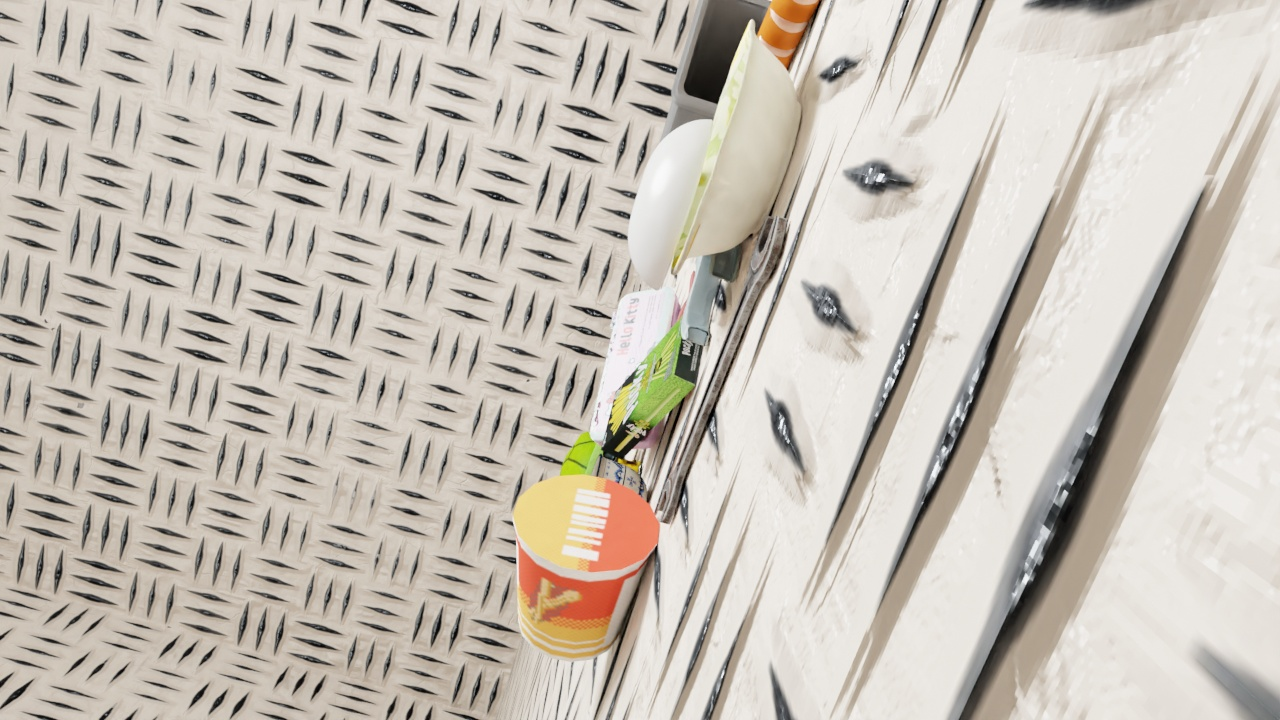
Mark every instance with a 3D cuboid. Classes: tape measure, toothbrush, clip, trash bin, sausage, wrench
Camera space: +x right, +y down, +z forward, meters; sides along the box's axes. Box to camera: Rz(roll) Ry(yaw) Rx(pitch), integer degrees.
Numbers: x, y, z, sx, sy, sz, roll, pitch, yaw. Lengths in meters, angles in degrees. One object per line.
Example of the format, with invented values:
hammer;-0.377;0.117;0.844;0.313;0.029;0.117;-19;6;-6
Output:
tape measure;-0.027;0.154;1.069;0.067;0.038;0.062;115;171;-56
toothbrush;0.055;-0.064;1.073;0.184;0.015;0.015;-74;3;-58
clip;0.060;-0.066;0.881;0.171;0.029;0.143;-78;9;-62
trash bin;0.082;-0.308;1.134;0.220;0.097;0.191;113;173;-65
sausage;0.134;-0.310;0.817;0.165;0.039;0.044;116;170;-66
wrench;0.058;0.014;0.698;0.070;0.010;0.274;-81;9;-64

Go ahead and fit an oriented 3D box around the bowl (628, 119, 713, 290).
bowl;0.018;-0.136;0.778;0.149;0.043;0.149;-166;94;-87

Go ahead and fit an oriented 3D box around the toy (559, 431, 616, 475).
toy;-0.064;0.167;1.166;0.190;0.088;0.238;-49;-23;-83

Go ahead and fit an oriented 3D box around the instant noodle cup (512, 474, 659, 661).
instant noodle cup;-0.055;0.187;0.810;0.123;0.123;0.121;-80;0;-60

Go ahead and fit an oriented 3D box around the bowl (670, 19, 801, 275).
bowl;0.084;-0.165;0.749;0.188;0.060;0.219;125;163;-79

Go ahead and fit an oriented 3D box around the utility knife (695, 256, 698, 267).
utility knife;0.074;-0.126;1.047;0.158;0.015;0.031;-76;9;-54

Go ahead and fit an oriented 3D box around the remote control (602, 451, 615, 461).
remote control;-0.003;0.058;1.109;0.151;0.020;0.041;-59;-4;-22

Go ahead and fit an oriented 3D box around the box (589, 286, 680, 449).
box;-0.007;0.005;1.044;0.044;0.086;0.201;54;-139;-51

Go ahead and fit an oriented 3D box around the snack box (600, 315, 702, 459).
snack box;0.012;0.028;0.910;0.148;0.025;0.080;-49;20;45

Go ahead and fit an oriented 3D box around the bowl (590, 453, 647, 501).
bowl;-0.030;0.158;0.928;0.115;0.059;0.115;-166;93;-86
